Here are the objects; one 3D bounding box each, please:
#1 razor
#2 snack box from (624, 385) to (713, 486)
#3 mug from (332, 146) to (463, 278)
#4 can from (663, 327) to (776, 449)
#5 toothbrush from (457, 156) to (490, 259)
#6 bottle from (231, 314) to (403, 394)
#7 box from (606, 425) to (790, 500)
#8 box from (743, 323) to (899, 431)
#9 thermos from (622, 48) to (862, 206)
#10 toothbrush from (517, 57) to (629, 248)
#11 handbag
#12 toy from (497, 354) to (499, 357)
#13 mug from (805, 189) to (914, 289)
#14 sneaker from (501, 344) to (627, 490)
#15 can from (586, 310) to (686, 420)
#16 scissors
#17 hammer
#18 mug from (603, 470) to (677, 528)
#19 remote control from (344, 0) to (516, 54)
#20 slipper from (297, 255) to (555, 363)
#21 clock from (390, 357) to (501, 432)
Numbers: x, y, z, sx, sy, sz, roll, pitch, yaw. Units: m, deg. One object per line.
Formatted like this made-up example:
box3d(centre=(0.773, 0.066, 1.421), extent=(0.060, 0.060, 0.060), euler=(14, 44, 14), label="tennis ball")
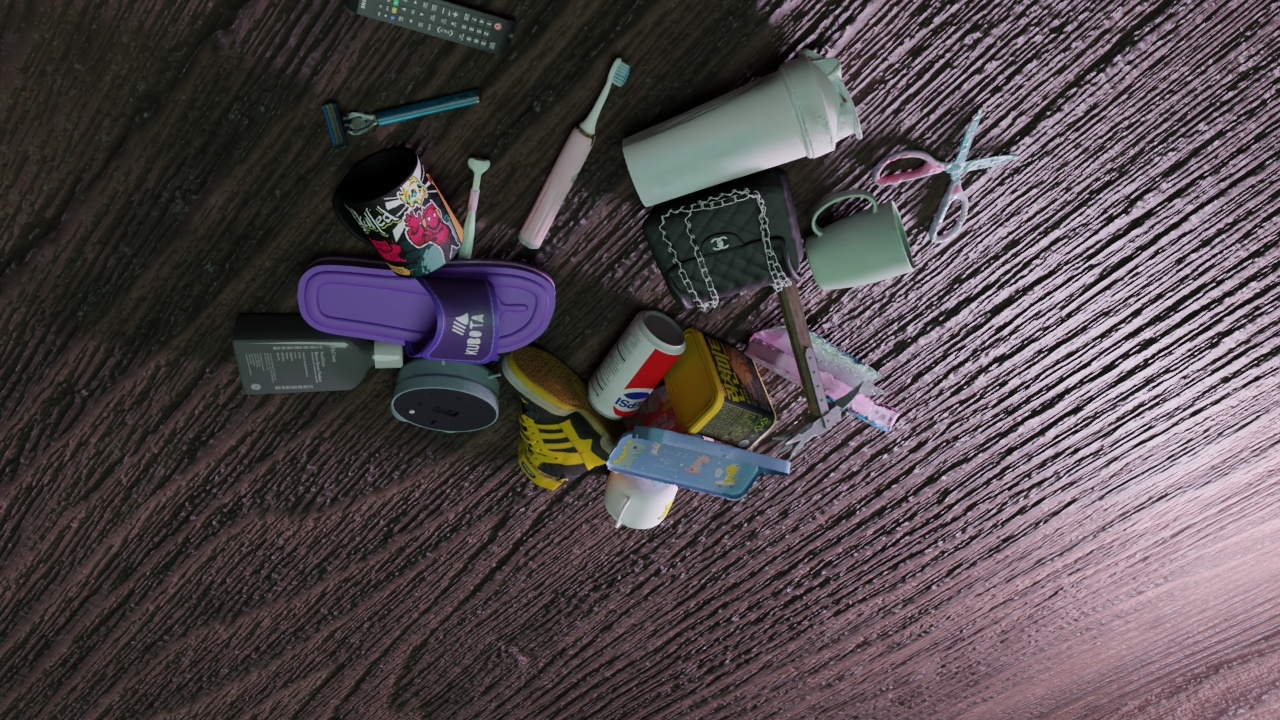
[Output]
box3d(centre=(-0.219, -0.232, 0.856), extent=(0.144, 0.022, 0.042), euler=(-14, 99, -5), label="razor")
box3d(centre=(0.038, 0.092, 1.183), extent=(0.093, 0.094, 0.079), euler=(-23, 135, 10), label="snack box")
box3d(centre=(-0.248, -0.144, 0.902), extent=(0.118, 0.081, 0.098), euler=(1, 141, 25), label="mug")
box3d(centre=(0.095, 0.036, 1.118), extent=(0.101, 0.130, 0.073), euler=(20, 126, -33), label="can")
box3d(centre=(-0.178, -0.144, 0.955), extent=(0.022, 0.015, 0.155), euler=(5, 133, -16), label="toothbrush")
box3d(centre=(-0.354, -0.008, 1.024), extent=(0.173, 0.046, 0.084), euler=(-1, 134, -12), label="bottle")
box3d(centre=(0.071, 0.120, 1.124), extent=(0.209, 0.043, 0.125), euler=(17, 148, -26), label="box")
box3d(centre=(0.241, 0.013, 1.173), extent=(0.230, 0.084, 0.071), euler=(26, 95, -33), label="box")
box3d(centre=(0.094, -0.223, 0.892), extent=(0.221, 0.099, 0.099), euler=(-18, 135, 10), label="thermos")
box3d(centre=(-0.068, -0.202, 0.914), extent=(0.026, 0.027, 0.223), euler=(32, 125, -3), label="toothbrush")
box3d(centre=(0.089, -0.115, 0.942), extent=(0.154, 0.114, 0.125), euler=(-15, 110, 15), label="handbag")
box3d(centre=(-0.187, -0.046, 1.035), extent=(0.085, 0.033, 0.105), euler=(14, 125, -20), label="toy")
box3d(centre=(0.237, -0.136, 1.020), extent=(0.104, 0.084, 0.111), euler=(-16, 120, 22), label="mug")
box3d(centre=(-0.120, 0.075, 1.132), extent=(0.122, 0.086, 0.238), euler=(-33, 134, 16), label="sneaker")
box3d(centre=(-0.007, 0.006, 1.105), extent=(0.070, 0.070, 0.132), euler=(18, 127, -28), label="can")
box3d(centre=(0.339, -0.200, 1.027), extent=(0.170, 0.013, 0.177), euler=(-13, 134, -5), label="scissors")
box3d(centre=(0.178, -0.055, 1.051), extent=(0.146, 0.028, 0.317), euler=(-32, 119, -24), label="hammer")
box3d(centre=(-0.004, 0.181, 1.248), extent=(0.094, 0.115, 0.068), euler=(28, 130, 11), label="mug")
box3d(centre=(-0.181, -0.301, 0.797), extent=(0.146, 0.015, 0.033), euler=(10, 131, -22), label="remote control")
box3d(centre=(-0.224, -0.047, 0.958), extent=(0.266, 0.084, 0.107), euler=(5, 119, -8), label="slipper")
box3d(centre=(-0.234, 0.045, 1.086), extent=(0.122, 0.045, 0.160), euler=(18, 149, -28), label="clock")
